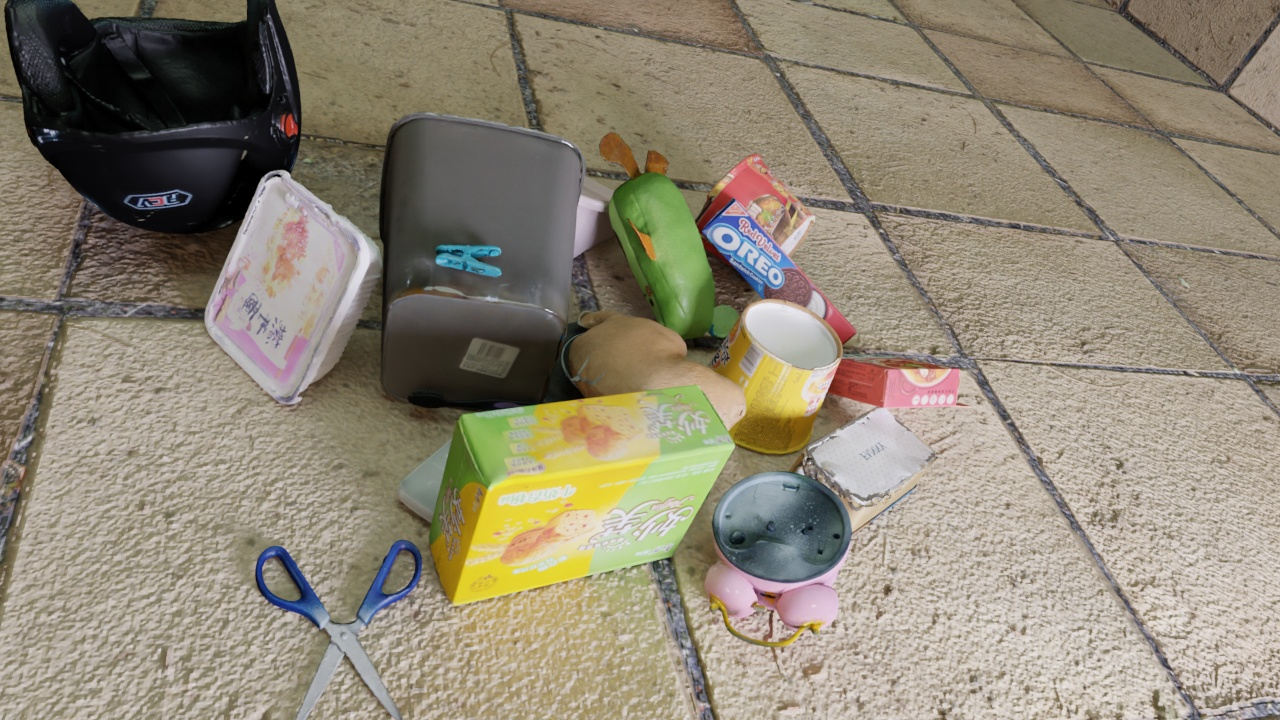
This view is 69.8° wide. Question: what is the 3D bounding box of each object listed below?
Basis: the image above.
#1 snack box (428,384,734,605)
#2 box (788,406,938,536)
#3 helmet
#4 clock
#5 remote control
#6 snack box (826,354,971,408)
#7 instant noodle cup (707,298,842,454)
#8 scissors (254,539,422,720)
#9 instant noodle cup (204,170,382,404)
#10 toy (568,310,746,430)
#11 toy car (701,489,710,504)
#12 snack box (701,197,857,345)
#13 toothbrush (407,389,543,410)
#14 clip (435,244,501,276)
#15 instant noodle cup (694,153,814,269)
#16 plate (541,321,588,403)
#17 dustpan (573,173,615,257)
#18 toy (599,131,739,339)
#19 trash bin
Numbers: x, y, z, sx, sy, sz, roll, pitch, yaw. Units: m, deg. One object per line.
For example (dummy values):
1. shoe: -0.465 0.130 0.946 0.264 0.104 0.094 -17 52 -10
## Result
1. snack box: -0.049 0.105 0.727 0.209 0.158 0.070 -6 48 -29
2. box: 0.222 0.107 0.910 0.183 0.059 0.090 -15 52 -47
3. helmet: -0.441 -0.230 0.870 0.233 0.231 0.274 -4 44 -7
4. clock: 0.116 0.171 0.782 0.117 0.060 0.158 8 44 15
5. remote control: -0.151 0.092 0.802 0.056 0.020 0.135 32 39 10
6. snack box: 0.277 0.021 1.000 0.127 0.044 0.113 1 8 -28
7. instant noodle cup: 0.137 0.010 0.950 0.138 0.110 0.137 13 40 -11
8. scissors: -0.219 0.190 0.673 0.162 0.012 0.175 30 42 8
9. instant noodle cup: -0.298 -0.064 0.812 0.138 0.174 0.060 39 21 19
10. toy: -0.005 0.005 0.877 0.143 0.083 0.226 -6 38 -46
11. toy car: 0.044 0.093 0.875 0.054 0.037 0.120 20 40 -1
12. snack box: 0.158 -0.093 1.054 0.207 0.057 0.058 48 13 1
13. toothbrush: -0.119 0.042 0.850 0.189 0.014 0.016 6 21 -18
14. clip: -0.142 -0.085 0.757 0.055 0.013 0.038 7 55 -18
15. instant noodle cup: 0.142 -0.170 1.139 0.108 0.138 0.137 42 44 11
16. plate: -0.028 0.014 0.941 0.179 0.024 0.179 12 42 -11
17. dustpan: -0.109 -0.228 1.082 0.222 0.139 0.272 27 41 8
18. toy: 0.024 -0.132 1.023 0.226 0.090 0.246 9 60 -69
19. trash bin: -0.154 -0.085 0.874 0.198 0.200 0.219 6 49 -15
